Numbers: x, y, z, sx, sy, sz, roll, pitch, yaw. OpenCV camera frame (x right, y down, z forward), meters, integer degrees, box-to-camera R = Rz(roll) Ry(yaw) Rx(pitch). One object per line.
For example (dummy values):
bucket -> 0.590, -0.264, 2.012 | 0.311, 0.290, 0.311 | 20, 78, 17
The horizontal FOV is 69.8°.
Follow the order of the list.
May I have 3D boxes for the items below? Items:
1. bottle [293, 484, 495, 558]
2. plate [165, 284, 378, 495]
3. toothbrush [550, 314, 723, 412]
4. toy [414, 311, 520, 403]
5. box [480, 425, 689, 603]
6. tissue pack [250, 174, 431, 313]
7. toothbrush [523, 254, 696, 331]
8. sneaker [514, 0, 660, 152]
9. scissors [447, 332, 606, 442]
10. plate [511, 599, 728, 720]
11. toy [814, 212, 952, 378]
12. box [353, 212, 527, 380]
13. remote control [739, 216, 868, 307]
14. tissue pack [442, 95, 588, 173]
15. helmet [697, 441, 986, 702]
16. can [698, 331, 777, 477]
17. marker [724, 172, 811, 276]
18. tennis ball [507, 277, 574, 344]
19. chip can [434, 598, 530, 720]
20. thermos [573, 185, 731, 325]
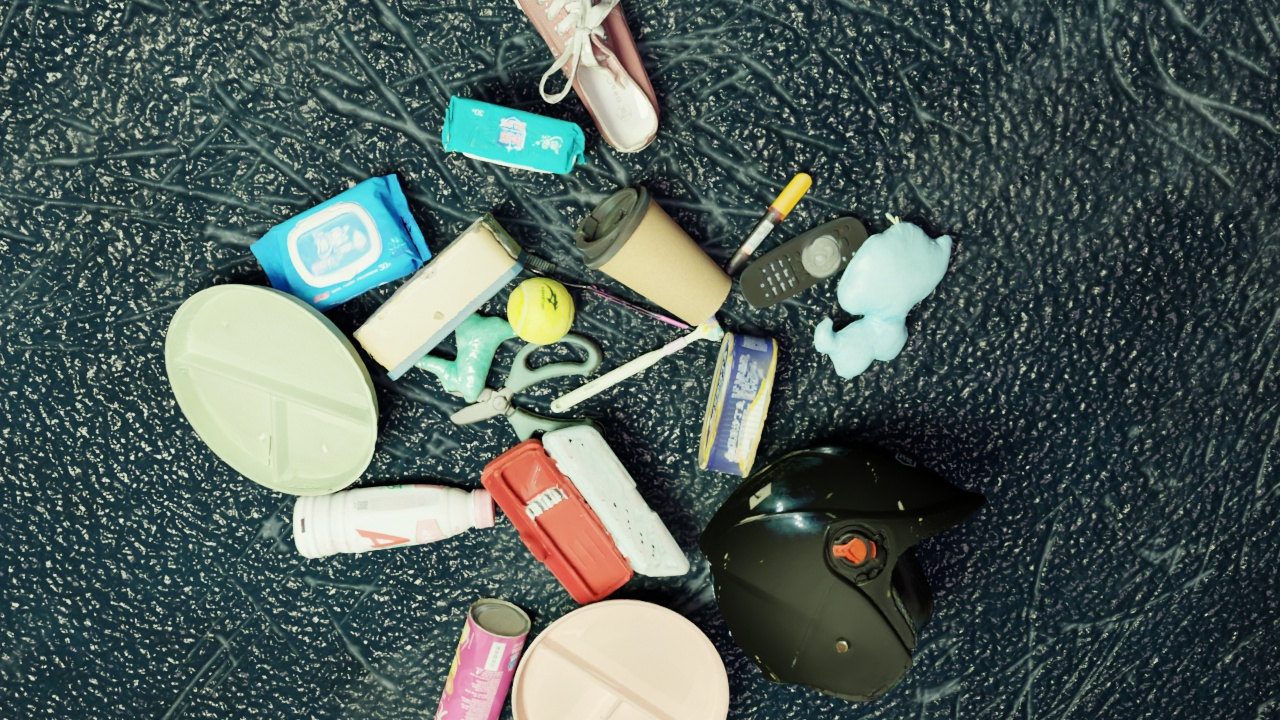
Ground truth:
bottle -> -0.251, 0.161, 0.949 | 0.197, 0.068, 0.068 | -5, 107, -5
plate -> -0.352, 0.030, 0.885 | 0.230, 0.027, 0.230 | 8, 119, 14
toothbrush -> -0.005, 0.005, 0.924 | 0.189, 0.020, 0.029 | -27, 89, 2
toy -> -0.173, -0.005, 0.914 | 0.096, 0.030, 0.092 | 16, 89, -2
box -> -0.055, 0.160, 0.952 | 0.160, 0.063, 0.201 | -24, 113, 24
tissue pack -> -0.283, -0.104, 0.864 | 0.157, 0.052, 0.095 | -25, 92, 4
toothbrush -> -0.028, -0.066, 0.920 | 0.189, 0.014, 0.017 | 20, 84, -10
sneaker -> -0.051, -0.294, 0.810 | 0.118, 0.087, 0.241 | -27, 107, 5
scissors -> -0.108, 0.055, 0.948 | 0.177, 0.019, 0.172 | -23, 107, 2
plate -> -0.021, 0.356, 0.978 | 0.229, 0.028, 0.229 | 0, 103, -2
toy -> 0.241, -0.066, 0.913 | 0.161, 0.050, 0.156 | -21, 121, -9
box -> -0.193, -0.059, 0.874 | 0.184, 0.089, 0.063 | -41, 105, 11
remote control -> 0.161, -0.099, 0.914 | 0.136, 0.024, 0.053 | -27, 107, 3
tissue pack -> -0.111, -0.201, 0.833 | 0.133, 0.093, 0.050 | 11, 101, -6
helmet -> 0.193, 0.189, 0.895 | 0.230, 0.233, 0.275 | 45, 103, 16
can -> 0.097, 0.045, 0.928 | 0.049, 0.074, 0.148 | 10, 106, -3
marker -> 0.125, -0.134, 0.907 | 0.018, 0.015, 0.124 | 36, 104, -11
tennis ball -> -0.097, -0.048, 0.893 | 0.065, 0.065, 0.065 | -1, 107, -3
chip can -> -0.183, 0.370, 1.012 | 0.071, 0.071, 0.211 | 17, 104, -8
thermos -> 0.015, -0.098, 0.878 | 0.143, 0.093, 0.093 | 36, 101, -21
